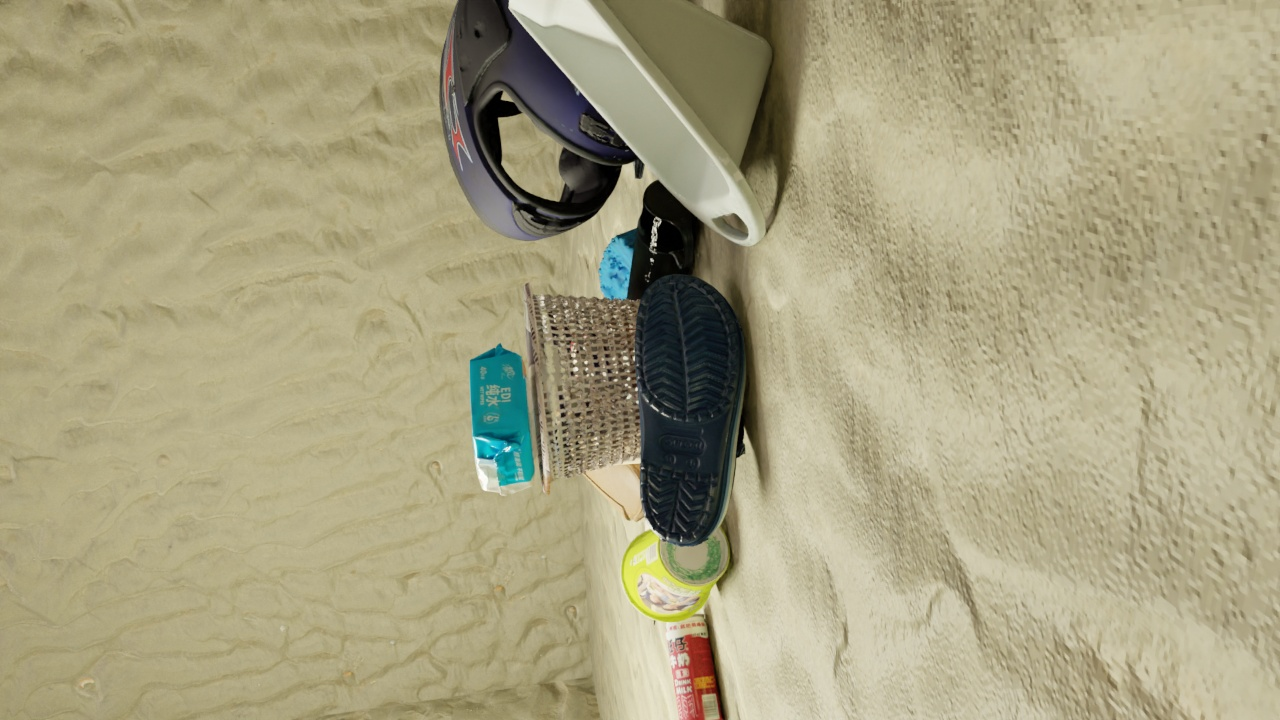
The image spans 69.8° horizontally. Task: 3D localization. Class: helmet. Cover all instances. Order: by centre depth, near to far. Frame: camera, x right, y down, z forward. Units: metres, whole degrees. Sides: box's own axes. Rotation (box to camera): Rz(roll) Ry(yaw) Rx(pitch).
[{"bbox_3d":[-0.079,-0.306,0.997,0.241,0.246,0.315,-12,79,48],"label":"helmet"}]

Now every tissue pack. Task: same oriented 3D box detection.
[{"bbox_3d":[-0.140,0.061,0.942,0.139,0.063,0.090,-103,9,-46],"label":"tissue pack"}]

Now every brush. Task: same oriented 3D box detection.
[{"bbox_3d":[-0.011,-0.115,1.248,0.060,0.109,0.315,46,159,6],"label":"brush"}]

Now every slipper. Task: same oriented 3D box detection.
[{"bbox_3d":[0.054,0.046,0.867,0.095,0.105,0.252,8,-98,-69],"label":"slipper"}]

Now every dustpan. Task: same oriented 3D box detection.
[{"bbox_3d":[-0.002,-0.200,0.735,0.223,0.257,0.142,-150,78,-80],"label":"dustpan"}]

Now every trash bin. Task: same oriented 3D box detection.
[{"bbox_3d":[-0.023,0.021,0.993,0.227,0.192,0.227,173,91,-82],"label":"trash bin"}]

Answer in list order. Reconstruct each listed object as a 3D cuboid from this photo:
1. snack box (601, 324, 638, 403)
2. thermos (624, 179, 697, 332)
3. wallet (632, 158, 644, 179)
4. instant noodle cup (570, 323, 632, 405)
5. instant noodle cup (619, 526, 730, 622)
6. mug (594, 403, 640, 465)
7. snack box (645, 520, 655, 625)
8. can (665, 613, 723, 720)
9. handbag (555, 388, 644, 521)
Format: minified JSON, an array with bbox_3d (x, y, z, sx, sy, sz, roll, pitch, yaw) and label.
[{"bbox_3d":[-0.007,0.007,1.214,0.157,0.026,0.085,29,108,61],"label":"snack box"},{"bbox_3d":[0.024,-0.095,1.041,0.243,0.068,0.090,99,156,-60],"label":"thermos"},{"bbox_3d":[0.001,-0.298,1.165,0.097,0.019,0.121,-93,8,-66],"label":"wallet"},{"bbox_3d":[-0.044,0.015,1.458,0.117,0.116,0.124,96,155,-55],"label":"instant noodle cup"},{"bbox_3d":[0.045,0.224,1.019,0.124,0.111,0.111,119,145,-61],"label":"instant noodle cup"},{"bbox_3d":[-0.010,0.086,1.256,0.082,0.106,0.114,99,163,-60],"label":"mug"},{"bbox_3d":[0.033,0.281,1.279,0.125,0.053,0.113,-108,15,-54],"label":"snack box"},{"bbox_3d":[0.065,0.382,1.126,0.053,0.053,0.132,103,159,-66],"label":"can"},{"bbox_3d":[-0.037,0.137,1.366,0.204,0.099,0.148,43,144,29],"label":"handbag"}]
